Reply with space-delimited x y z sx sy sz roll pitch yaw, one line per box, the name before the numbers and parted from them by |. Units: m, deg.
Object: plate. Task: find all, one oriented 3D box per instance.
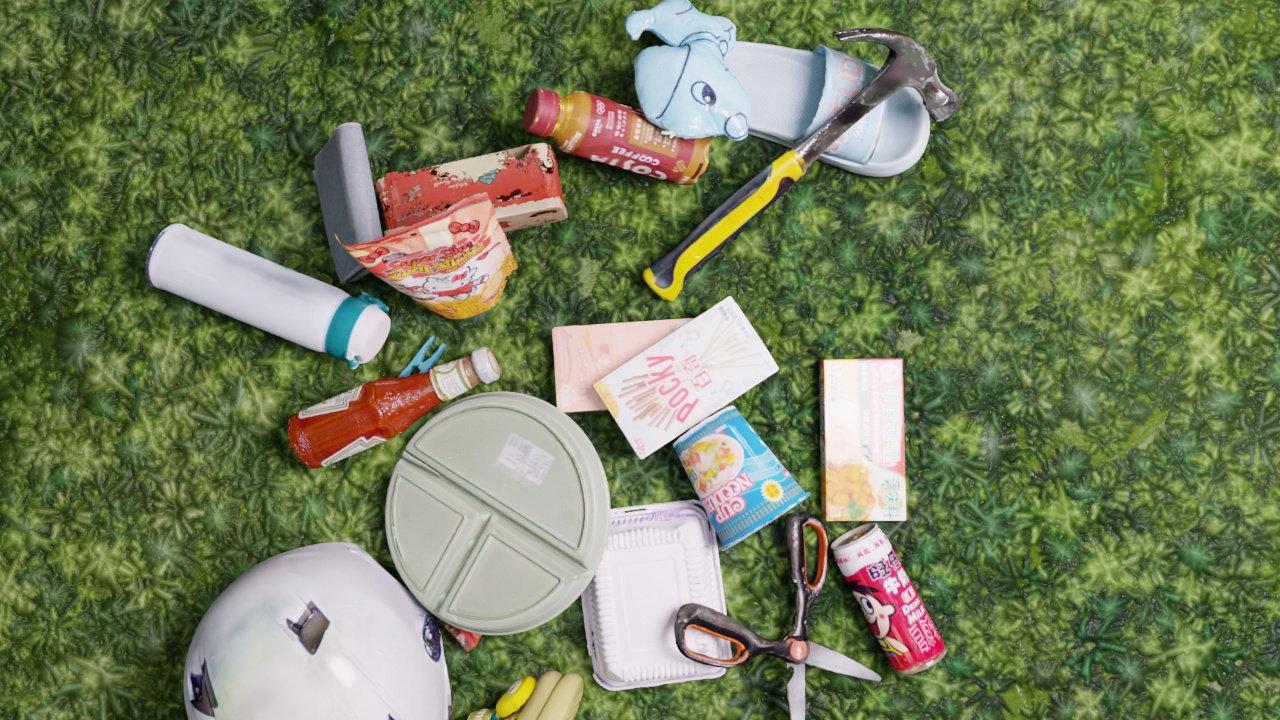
plate | -0.141 0.141 0.863 0.230 0.027 0.230 -2 82 15

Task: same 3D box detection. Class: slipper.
slipper | -0.131 0.360 0.851 0.081 0.091 0.190 36 92 5
slipper | 0.160 -0.254 0.879 0.245 0.074 0.104 16 87 3

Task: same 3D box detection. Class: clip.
clip | -0.214 0.002 0.905 0.046 0.014 0.057 35 90 5

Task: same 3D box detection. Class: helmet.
helmet | -0.297 0.302 0.827 0.229 0.146 0.258 -31 87 0

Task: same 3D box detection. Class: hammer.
hammer | 0.128 -0.174 0.847 0.324 0.031 0.126 -40 115 16

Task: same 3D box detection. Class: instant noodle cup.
instant noodle cup | 0.087 0.106 0.860 0.099 0.099 0.110 -33 79 -1
instant noodle cup | 0.011 0.225 0.868 0.138 0.060 0.173 -7 86 1

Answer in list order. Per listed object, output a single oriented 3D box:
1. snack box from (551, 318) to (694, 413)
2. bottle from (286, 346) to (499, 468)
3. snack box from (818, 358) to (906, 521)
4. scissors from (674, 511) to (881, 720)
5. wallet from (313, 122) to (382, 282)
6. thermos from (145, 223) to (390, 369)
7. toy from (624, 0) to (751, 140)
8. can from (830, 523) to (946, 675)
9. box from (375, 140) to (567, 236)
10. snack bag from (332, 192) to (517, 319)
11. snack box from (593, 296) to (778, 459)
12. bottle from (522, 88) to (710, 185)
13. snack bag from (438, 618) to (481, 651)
snack box | -0.005 0.005 0.894 0.157 0.026 0.084 -3 87 1
bottle | -0.233 0.041 0.874 0.206 0.059 0.060 -23 87 5
snack box | 0.213 0.076 0.885 0.077 0.027 0.155 -1 87 0
scissors | 0.132 0.255 0.850 0.220 0.022 0.230 5 78 -22
wallet | -0.275 -0.146 0.876 0.036 0.107 0.129 -10 88 -33
thermos | -0.354 -0.063 0.887 0.224 0.073 0.073 22 88 2
toy | 0.043 -0.266 0.847 0.161 0.050 0.156 31 69 8
can | 0.233 0.223 0.865 0.053 0.053 0.132 -28 87 0
box | -0.160 -0.161 0.873 0.168 0.091 0.077 -12 90 0
snack bag | -0.176 -0.092 0.813 0.128 0.208 0.073 -14 82 -1
snack box | 0.042 0.016 0.866 0.157 0.027 0.084 -33 88 -1
bottle | -0.021 -0.210 0.853 0.174 0.057 0.057 9 87 -27
snack bag | -0.143 0.229 0.887 0.104 0.026 0.048 -42 99 -1
